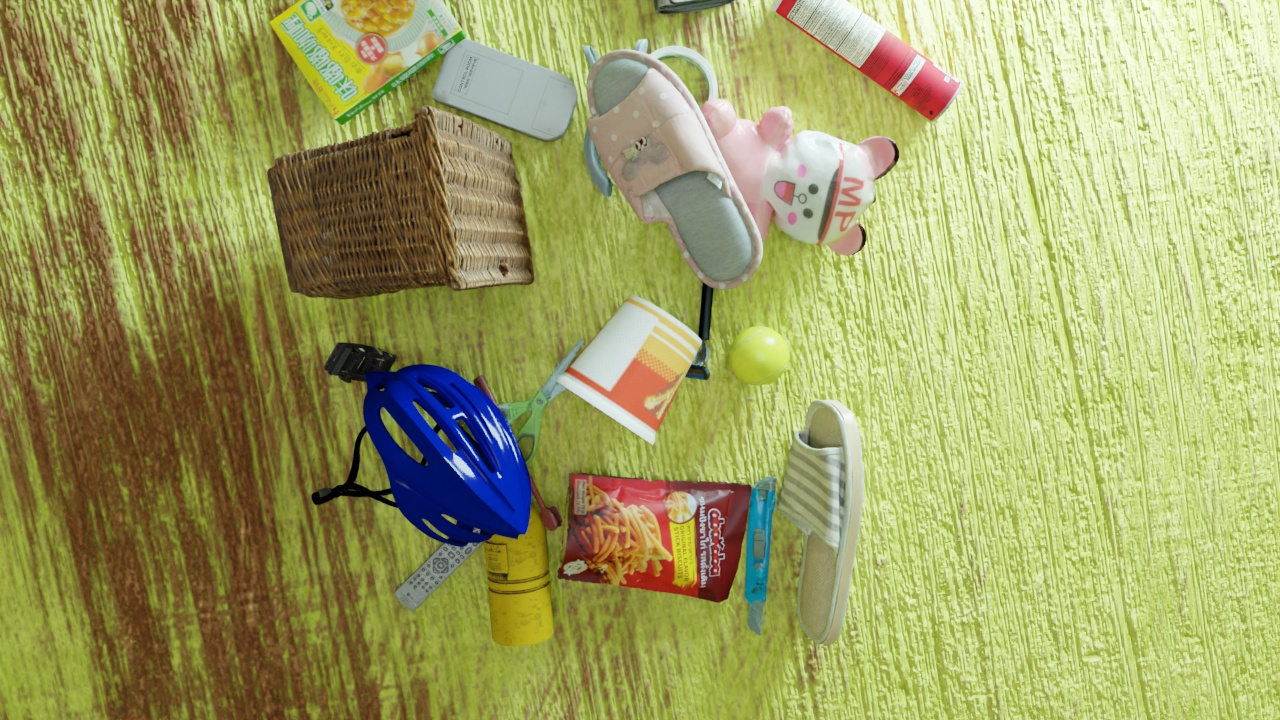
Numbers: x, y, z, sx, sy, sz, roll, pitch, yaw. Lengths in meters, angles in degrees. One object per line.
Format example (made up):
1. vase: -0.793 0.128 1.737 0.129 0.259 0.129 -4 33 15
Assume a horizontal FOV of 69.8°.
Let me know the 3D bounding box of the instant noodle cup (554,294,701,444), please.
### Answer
1. instant noodle cup: -0.006 0.006 0.982 0.123 0.123 0.121 34 86 -3

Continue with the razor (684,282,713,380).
1. razor: 0.071 -0.051 1.024 0.043 0.022 0.144 9 91 38

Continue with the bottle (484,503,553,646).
1. bottle: -0.137 0.225 1.019 0.071 0.071 0.164 -4 95 0

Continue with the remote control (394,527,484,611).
1. remote control: -0.224 0.230 1.047 0.136 0.013 0.033 -45 93 3

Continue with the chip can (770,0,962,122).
1. chip can: 0.243 -0.338 0.985 0.214 0.052 0.052 34 93 -3

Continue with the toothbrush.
1. toothbrush: -0.136 0.101 1.016 0.016 0.016 0.190 -32 83 32

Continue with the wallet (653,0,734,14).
1. wallet: 0.054 -0.443 0.978 0.100 0.054 0.132 -11 100 1

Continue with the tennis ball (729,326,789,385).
1. tennis ball: 0.130 -0.005 1.004 0.065 0.065 0.065 0 95 -1

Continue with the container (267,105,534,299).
1. container: -0.231 -0.140 0.912 0.183 0.249 0.162 -9 95 10

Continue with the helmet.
1. helmet: -0.235 0.122 0.965 0.228 0.147 0.241 -40 74 16

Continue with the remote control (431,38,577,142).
1. remote control: -0.145 -0.293 1.001 0.151 0.019 0.074 20 92 0

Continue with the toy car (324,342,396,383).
1. toy car: -0.304 0.002 0.992 0.037 0.092 0.040 33 94 20

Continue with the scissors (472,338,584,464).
1. scissors: -0.106 0.051 1.035 0.175 0.032 0.093 -38 91 6

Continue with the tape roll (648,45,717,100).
1. tape roll: 0.037 -0.294 1.004 0.094 0.018 0.094 0 94 0

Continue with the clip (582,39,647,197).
1. clip: -0.006 -0.260 0.985 0.115 0.028 0.163 -2 100 15

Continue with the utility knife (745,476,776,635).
1. utility knife: 0.136 0.223 1.048 0.031 0.015 0.185 4 96 20

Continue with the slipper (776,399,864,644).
1. slipper: 0.194 0.179 1.003 0.054 0.114 0.273 -2 98 -22

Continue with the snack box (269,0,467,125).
1. snack box: -0.292 -0.355 0.984 0.168 0.027 0.132 -35 86 3

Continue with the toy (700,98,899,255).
1. toy: 0.154 -0.196 0.979 0.213 0.084 0.142 14 113 2

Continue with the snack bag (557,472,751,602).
1. snack bag: 0.015 0.196 1.037 0.208 0.067 0.139 8 89 -10

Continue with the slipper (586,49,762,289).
1. slipper: 0.031 -0.193 0.935 0.114 0.054 0.274 -33 91 30
